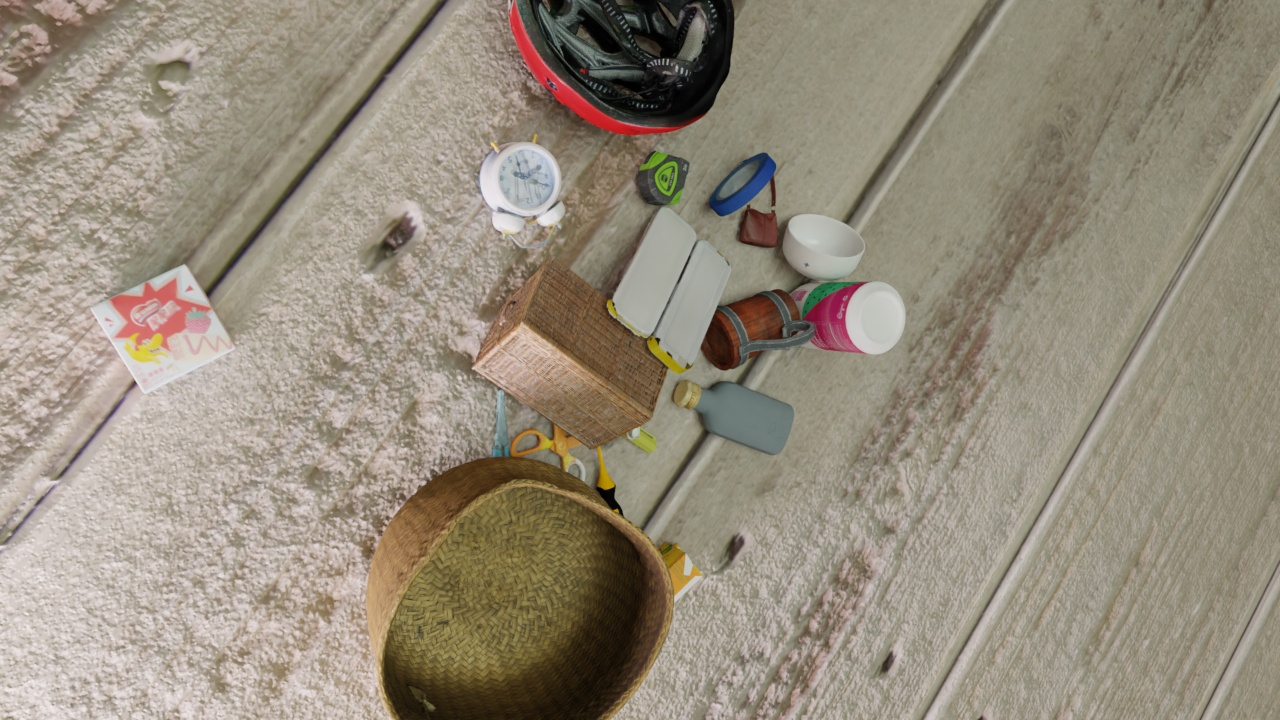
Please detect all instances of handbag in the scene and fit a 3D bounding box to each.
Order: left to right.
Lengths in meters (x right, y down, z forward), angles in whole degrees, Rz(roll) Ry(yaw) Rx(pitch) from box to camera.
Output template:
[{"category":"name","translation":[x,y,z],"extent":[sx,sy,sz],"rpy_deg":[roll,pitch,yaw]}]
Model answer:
[{"category":"handbag","translation":[0.159,-0.209,1.195],"extent":[0.055,0.029,0.119],"rpy_deg":[7,86,-26]}]

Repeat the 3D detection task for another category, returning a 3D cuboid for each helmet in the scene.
[{"category":"helmet","translation":[-0.027,-0.368,1.019],"extent":[0.272,0.167,0.217],"rpy_deg":[30,82,-23]}]

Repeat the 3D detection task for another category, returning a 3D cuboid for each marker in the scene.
[{"category":"marker","translation":[-0.031,0.075,1.134],"extent":[0.124,0.017,0.021],"rpy_deg":[36,79,-21]}]

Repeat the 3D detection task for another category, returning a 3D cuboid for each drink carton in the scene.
[{"category":"drink carton","translation":[0.015,0.284,1.148],"extent":[0.122,0.058,0.041],"rpy_deg":[-40,109,-16]}]

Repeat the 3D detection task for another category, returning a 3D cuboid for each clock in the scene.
[{"category":"clock","translation":[-0.133,-0.192,1.051],"extent":[0.088,0.052,0.125],"rpy_deg":[-17,104,-23]}]

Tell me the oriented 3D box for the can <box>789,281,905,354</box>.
[{"category":"can","translation":[0.254,-0.056,1.169],"extent":[0.088,0.166,0.088],"rpy_deg":[-2,95,-24]}]

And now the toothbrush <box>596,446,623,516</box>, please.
[{"category":"toothbrush","translation":[-0.042,0.158,1.126],"extent":[0.030,0.031,0.197],"rpy_deg":[-15,103,-26]}]

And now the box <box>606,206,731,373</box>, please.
[{"category":"box","translation":[0.038,-0.089,1.092],"extent":[0.127,0.023,0.208],"rpy_deg":[43,45,-19]}]

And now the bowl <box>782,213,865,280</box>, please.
[{"category":"bowl","translation":[0.235,-0.142,1.196],"extent":[0.104,0.104,0.054],"rpy_deg":[-7,134,-24]}]

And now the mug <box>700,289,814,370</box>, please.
[{"category":"mug","translation":[0.149,-0.037,1.155],"extent":[0.111,0.117,0.081],"rpy_deg":[-22,120,-25]}]

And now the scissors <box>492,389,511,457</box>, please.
[{"category":"scissors","translation":[-0.162,0.101,1.079],"extent":[0.056,0.015,0.137],"rpy_deg":[-3,100,-22]}]

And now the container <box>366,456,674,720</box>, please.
[{"category":"container","translation":[-0.145,0.259,0.995],"extent":[0.306,0.197,0.307],"rpy_deg":[-3,98,-25]}]

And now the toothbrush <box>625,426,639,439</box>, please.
[{"category":"toothbrush","translation":[-0.007,0.007,1.129],"extent":[0.015,0.018,0.181],"rpy_deg":[4,84,-28]}]

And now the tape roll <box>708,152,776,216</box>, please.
[{"category":"tape roll","translation":[0.126,-0.219,1.140],"extent":[0.016,0.091,0.093],"rpy_deg":[44,72,-21]}]

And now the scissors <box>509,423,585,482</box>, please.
[{"category":"scissors","translation":[-0.098,0.105,1.106],"extent":[0.125,0.011,0.128],"rpy_deg":[-14,103,-28]}]

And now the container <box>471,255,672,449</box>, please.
[{"category":"container","translation":[-0.076,-0.003,1.035],"extent":[0.198,0.113,0.113],"rpy_deg":[38,43,-21]}]

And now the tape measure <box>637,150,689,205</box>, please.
[{"category":"tape measure","translation":[0.024,-0.222,1.127],"extent":[0.058,0.036,0.065],"rpy_deg":[19,83,-33]}]

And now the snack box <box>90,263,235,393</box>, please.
[{"category":"snack box","translation":[-0.463,-0.032,0.897],"extent":[0.092,0.080,0.095],"rpy_deg":[-30,105,-20]}]

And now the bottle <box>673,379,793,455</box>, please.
[{"category":"bottle","translation":[0.119,0.066,1.184],"extent":[0.161,0.046,0.072],"rpy_deg":[21,85,-24]}]
